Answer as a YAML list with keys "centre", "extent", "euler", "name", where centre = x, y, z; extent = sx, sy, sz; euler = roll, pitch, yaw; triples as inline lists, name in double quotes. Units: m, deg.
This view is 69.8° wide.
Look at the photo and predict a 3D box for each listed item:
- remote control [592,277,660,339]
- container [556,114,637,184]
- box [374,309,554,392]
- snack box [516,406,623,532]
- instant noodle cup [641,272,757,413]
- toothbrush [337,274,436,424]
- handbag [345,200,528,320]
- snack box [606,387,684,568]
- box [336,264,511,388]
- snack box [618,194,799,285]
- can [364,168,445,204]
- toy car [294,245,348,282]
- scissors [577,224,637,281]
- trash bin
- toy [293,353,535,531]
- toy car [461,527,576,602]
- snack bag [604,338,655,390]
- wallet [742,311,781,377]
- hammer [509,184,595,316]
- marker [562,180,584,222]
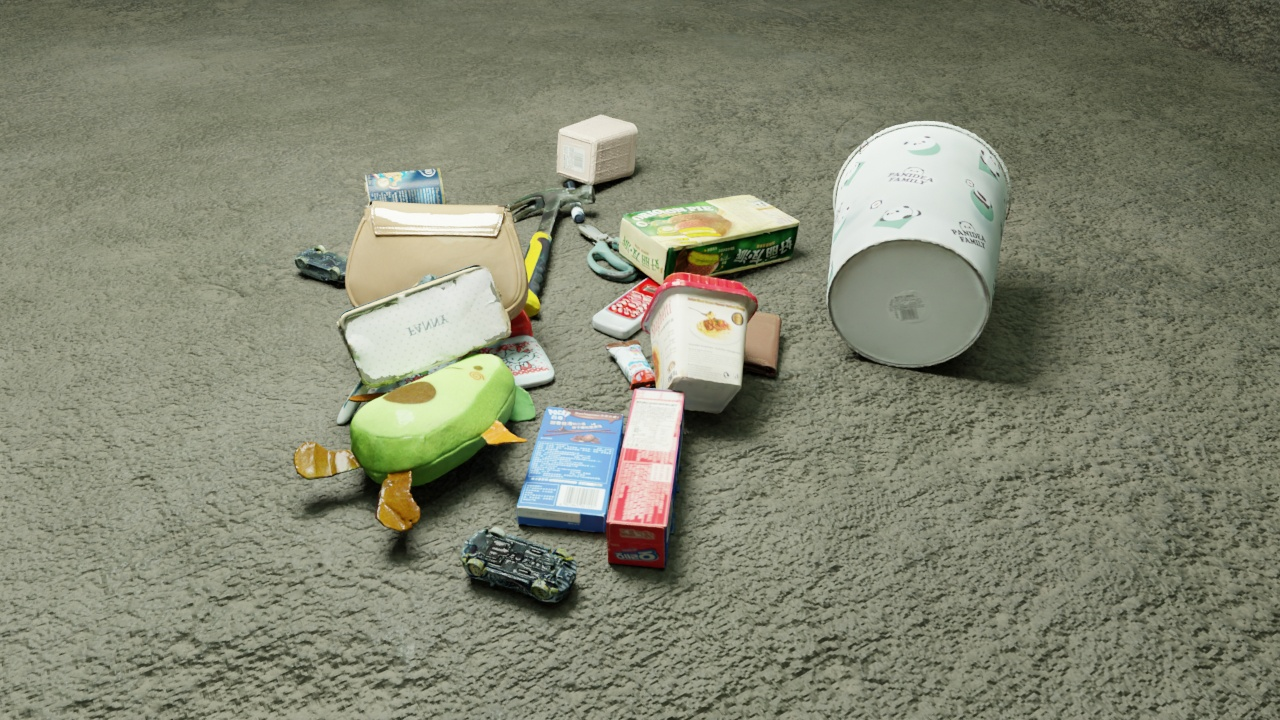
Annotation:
- centre: [-0.005, -0.070, 1.188]
  extent: [0.056, 0.020, 0.135]
  euler: [23, 40, 26]
  name: "remote control"
- centre: [-0.075, -0.344, 1.508]
  extent: [0.090, 0.090, 0.110]
  euler: [24, 34, 28]
  name: "container"
- centre: [-0.216, -0.009, 1.073]
  extent: [0.200, 0.038, 0.157]
  euler: [-12, 37, -21]
  name: "box"
- centre: [-0.067, 0.106, 0.923]
  extent: [0.084, 0.026, 0.156]
  euler: [5, 35, 4]
  name: "snack box"
- centre: [0.064, -0.015, 1.014]
  extent: [0.116, 0.117, 0.124]
  euler: [8, 62, -12]
  name: "instant noodle cup"
- centre: [-0.276, -0.013, 0.995]
  extent: [0.016, 0.018, 0.191]
  euler: [28, 82, 19]
  name: "toothbrush"
- centre: [-0.232, -0.108, 1.065]
  extent: [0.204, 0.147, 0.100]
  euler: [1, -2, -5]
  name: "handbag"
- centre: [0.010, 0.108, 0.900]
  extent: [0.058, 0.057, 0.207]
  euler: [4, 35, 6]
  name: "snack box"
- centre: [-0.222, -0.040, 0.974]
  extent: [0.184, 0.090, 0.060]
  euler: [-21, 12, -19]
  name: "box"
- centre: [0.098, -0.173, 1.286]
  extent: [0.239, 0.063, 0.114]
  euler: [-16, 39, -33]
  name: "snack box"
- centre: [-0.353, -0.245, 1.374]
  extent: [0.111, 0.075, 0.075]
  euler: [-9, 36, -14]
  name: "can"
- centre: [-0.421, -0.126, 1.234]
  extent: [0.091, 0.034, 0.042]
  euler: [17, 35, 17]
  name: "toy car"
- centre: [-0.050, -0.158, 1.314]
  extent: [0.139, 0.019, 0.180]
  euler: [-28, 46, -36]
  name: "scissors"
- centre: [0.340, -0.139, 1.143]
  extent: [0.230, 0.230, 0.251]
  euler: [11, 41, 13]
  name: "trash bin"
- centre: [-0.212, 0.064, 0.920]
  extent: [0.227, 0.090, 0.245]
  euler: [16, 35, 26]
  name: "toy"
- centre: [-0.108, 0.181, 0.808]
  extent: [0.106, 0.031, 0.048]
  euler: [15, 36, 16]
  name: "toy car"
- centre: [-0.006, 0.006, 1.072]
  extent: [0.045, 0.026, 0.105]
  euler: [-11, 36, -17]
  name: "snack bag"
- centre: [0.109, -0.024, 1.121]
  extent: [0.124, 0.032, 0.101]
  euler: [8, 38, 9]
  name: "wallet"
- centre: [-0.144, -0.161, 1.291]
  extent: [0.126, 0.032, 0.322]
  euler: [-5, 37, 9]
  name: "hammer"
- centre: [-0.106, -0.252, 1.448]
  extent: [0.022, 0.018, 0.130]
  euler: [-11, 35, -3]
  name: "marker"
